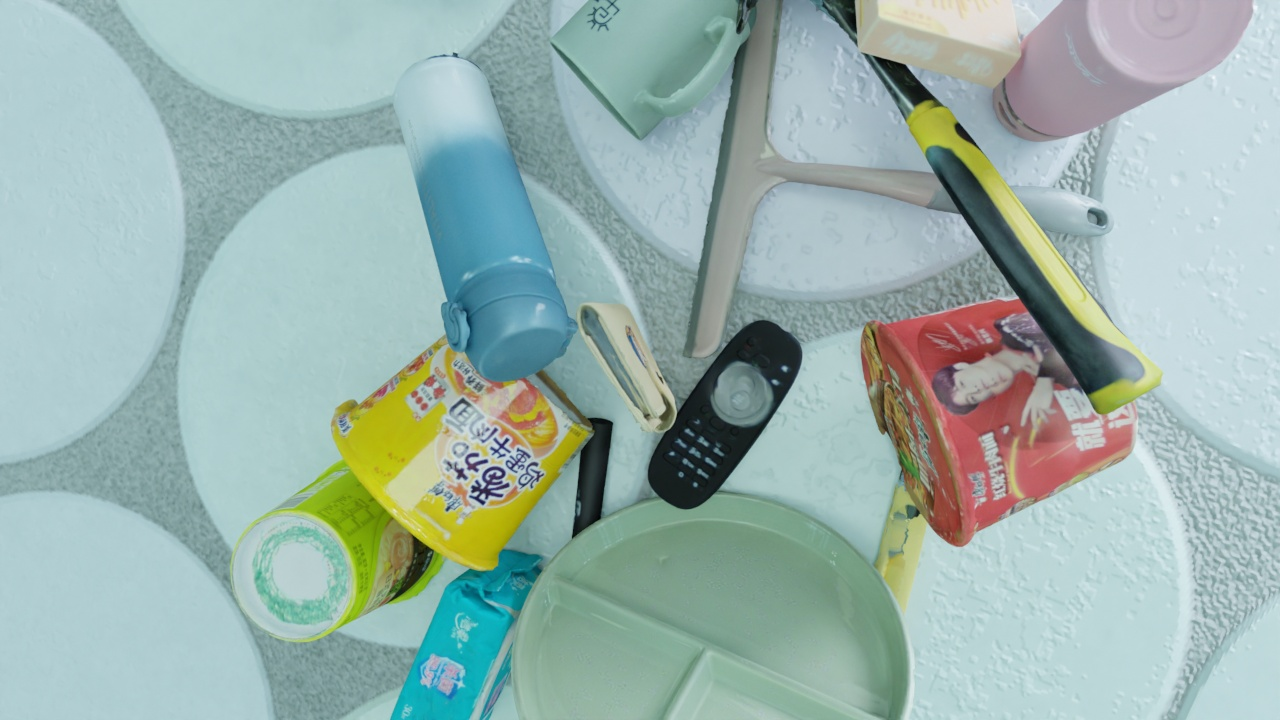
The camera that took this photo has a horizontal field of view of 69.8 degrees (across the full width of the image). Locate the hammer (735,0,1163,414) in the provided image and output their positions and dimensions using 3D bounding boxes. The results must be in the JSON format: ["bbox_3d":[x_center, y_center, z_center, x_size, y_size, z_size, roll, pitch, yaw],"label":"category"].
[{"bbox_3d":[0.161,-0.114,0.491,0.126,0.032,0.323,-22,72,-25],"label":"hammer"}]

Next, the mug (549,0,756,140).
[{"bbox_3d":[0.017,-0.193,0.551,0.106,0.082,0.111,-42,48,6],"label":"mug"}]

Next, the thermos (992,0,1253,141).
[{"bbox_3d":[0.227,-0.164,0.473,0.067,0.198,0.087,-30,91,11],"label":"thermos"}]

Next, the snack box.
[{"bbox_3d":[0.160,-0.227,0.513,0.084,0.026,0.157,10,61,-13],"label":"snack box"}]

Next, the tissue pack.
[{"bbox_3d":[-0.109,0.190,0.605,0.050,0.093,0.133,25,98,10],"label":"tissue pack"}]

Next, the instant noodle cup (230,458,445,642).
[{"bbox_3d":[-0.198,0.125,0.597,0.112,0.123,0.111,1,95,8],"label":"instant noodle cup"}]

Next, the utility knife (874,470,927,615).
[{"bbox_3d":[0.163,0.144,0.603,0.031,0.018,0.166,12,92,1],"label":"utility knife"}]

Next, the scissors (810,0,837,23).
[{"bbox_3d":[0.106,-0.230,0.565,0.056,0.017,0.133,-44,87,7],"label":"scissors"}]

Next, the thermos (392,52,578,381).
[{"bbox_3d":[-0.097,-0.088,0.542,0.070,0.070,0.220,-27,58,9],"label":"thermos"}]

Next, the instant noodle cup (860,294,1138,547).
[{"bbox_3d":[0.204,0.024,0.527,0.108,0.138,0.138,-19,91,1],"label":"instant noodle cup"}]

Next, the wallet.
[{"bbox_3d":[-0.003,0.003,0.562,0.024,0.115,0.087,-27,89,7],"label":"wallet"}]

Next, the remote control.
[{"bbox_3d":[0.055,0.036,0.602,0.053,0.024,0.136,36,95,11],"label":"remote control"}]

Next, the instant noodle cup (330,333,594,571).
[{"bbox_3d":[-0.105,0.045,0.577,0.138,0.138,0.110,44,91,3],"label":"instant noodle cup"}]

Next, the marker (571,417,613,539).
[{"bbox_3d":[-0.034,0.104,0.624,0.022,0.020,0.132,5,96,-9],"label":"marker"}]

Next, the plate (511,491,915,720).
[{"bbox_3d":[0.040,0.170,0.536,0.230,0.229,0.027,3,132,8],"label":"plate"}]

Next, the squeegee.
[{"bbox_3d":[0.168,-0.105,0.562,0.249,0.040,0.247,9,89,4],"label":"squeegee"}]
